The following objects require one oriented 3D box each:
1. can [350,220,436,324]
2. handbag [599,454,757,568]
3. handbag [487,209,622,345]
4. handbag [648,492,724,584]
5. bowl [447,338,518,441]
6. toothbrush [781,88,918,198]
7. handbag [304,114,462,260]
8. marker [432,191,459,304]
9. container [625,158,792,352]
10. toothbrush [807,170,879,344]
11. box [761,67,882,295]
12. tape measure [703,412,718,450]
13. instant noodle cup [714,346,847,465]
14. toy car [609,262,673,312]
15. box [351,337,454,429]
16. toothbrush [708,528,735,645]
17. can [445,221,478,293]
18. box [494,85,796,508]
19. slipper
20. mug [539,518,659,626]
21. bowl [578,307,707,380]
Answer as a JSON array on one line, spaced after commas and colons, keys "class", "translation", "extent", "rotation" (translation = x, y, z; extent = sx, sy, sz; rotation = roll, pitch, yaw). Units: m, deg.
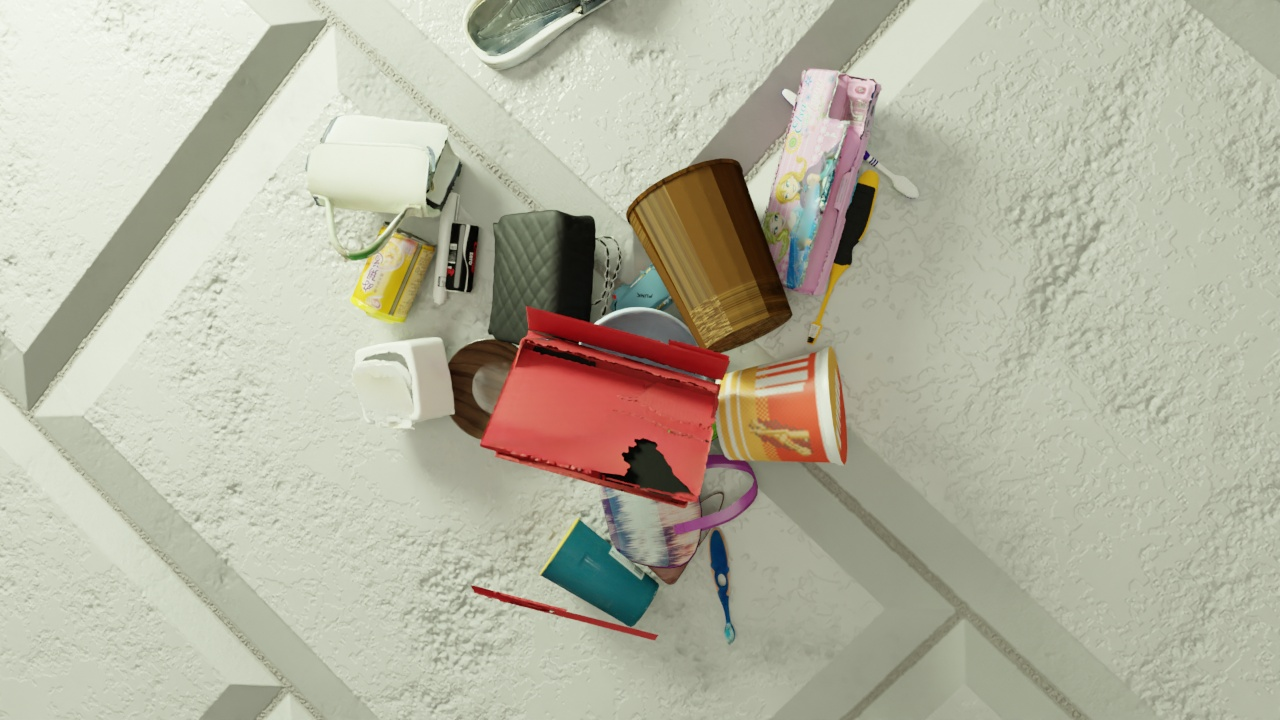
[{"class": "can", "translation": [-0.289, -0.101, 1.070], "extent": [0.067, 0.067, 0.105], "rotation": [26, 98, 8]}, {"class": "handbag", "translation": [0.046, 0.153, 1.024], "extent": [0.170, 0.068, 0.144], "rotation": [-17, 71, 5]}, {"class": "handbag", "translation": [-0.104, -0.091, 1.040], "extent": [0.125, 0.114, 0.154], "rotation": [7, 99, 35]}, {"class": "handbag", "translation": [0.055, 0.196, 1.050], "extent": [0.055, 0.029, 0.120], "rotation": [43, 95, 10]}, {"class": "bowl", "translation": [-0.170, 0.033, 1.075], "extent": [0.119, 0.032, 0.119], "rotation": [1, 94, 11]}, {"class": "toothbrush", "translation": [0.225, -0.234, 0.990], "extent": [0.186, 0.016, 0.015], "rotation": [41, 100, 8]}, {"class": "handbag", "translation": [-0.297, -0.192, 1.023], "extent": [0.151, 0.074, 0.175], "rotation": [8, 64, 11]}, {"class": "marker", "translation": [-0.230, -0.132, 1.083], "extent": [0.020, 0.017, 0.133], "rotation": [4, 96, -27]}, {"class": "container", "translation": [0.077, -0.102, 0.954], "extent": [0.132, 0.132, 0.167], "rotation": [-25, 79, 11]}, {"class": "toothbrush", "translation": [0.218, -0.110, 0.996], "extent": [0.031, 0.030, 0.197], "rotation": [22, 102, 21]}, {"class": "box", "translation": [0.177, -0.187, 0.963], "extent": [0.085, 0.063, 0.230], "rotation": [20, 103, 26]}, {"class": "tape measure", "translation": [0.068, 0.080, 1.018], "extent": [0.059, 0.065, 0.036], "rotation": [-30, 96, 18]}, {"class": "instant noodle cup", "translation": [0.149, 0.054, 0.978], "extent": [0.121, 0.123, 0.123], "rotation": [-7, 92, 18]}, {"class": "toy car", "translation": [0.014, -0.079, 1.035], "extent": [0.108, 0.027, 0.060], "rotation": [-42, 86, 11]}, {"class": "box", "translation": [-0.288, 0.030, 1.048], "extent": [0.108, 0.101, 0.102], "rotation": [-6, 92, 38]}, {"class": "toothbrush", "translation": [0.094, 0.259, 1.049], "extent": [0.021, 0.017, 0.135], "rotation": [-7, 93, 9]}, {"class": "can", "translation": [-0.209, -0.120, 1.072], "extent": [0.031, 0.031, 0.080], "rotation": [8, 95, 10]}, {"class": "box", "translation": [-0.011, -0.043, 0.844], "extent": [0.213, 0.127, 0.426], "rotation": [16, 130, 3]}, {"class": "slipper", "translation": [-0.089, -0.429, 1.014], "extent": [0.264, 0.063, 0.111], "rotation": [-33, 88, 14]}, {"class": "mug", "translation": [-0.044, 0.246, 1.048], "extent": [0.121, 0.078, 0.078], "rotation": [34, 99, 2]}, {"class": "bowl", "translation": [-0.006, 0.006, 1.011], "extent": [0.150, 0.074, 0.151], "rotation": [-3, 111, -7]}]
